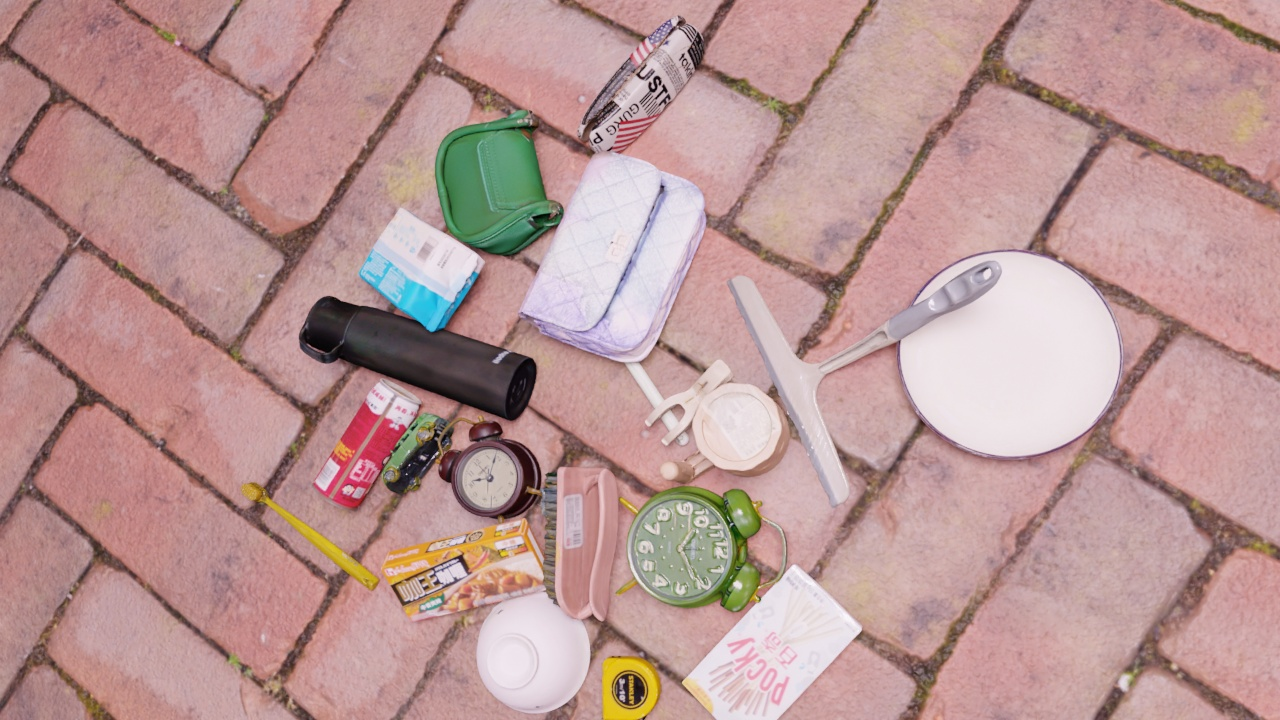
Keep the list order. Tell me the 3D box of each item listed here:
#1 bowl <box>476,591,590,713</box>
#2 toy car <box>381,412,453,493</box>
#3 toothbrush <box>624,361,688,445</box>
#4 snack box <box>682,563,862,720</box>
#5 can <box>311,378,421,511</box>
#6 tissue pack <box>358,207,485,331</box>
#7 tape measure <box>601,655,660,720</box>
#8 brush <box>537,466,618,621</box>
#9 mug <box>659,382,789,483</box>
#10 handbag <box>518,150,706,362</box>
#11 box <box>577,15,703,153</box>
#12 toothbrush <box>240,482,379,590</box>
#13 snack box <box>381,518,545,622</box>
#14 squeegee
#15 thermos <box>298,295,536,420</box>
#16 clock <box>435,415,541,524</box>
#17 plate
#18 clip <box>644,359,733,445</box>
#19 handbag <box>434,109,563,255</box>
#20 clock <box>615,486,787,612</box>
[{"bbox_3d":[-0.113,0.285,0.884,0.118,0.064,0.118,-2,82,12],"label":"bowl"},{"bbox_3d":[-0.233,0.096,0.950,0.036,0.043,0.091,30,81,30],"label":"toy car"},{"bbox_3d":[-0.005,0.005,0.927,0.029,0.020,0.189,-36,77,12],"label":"toothbrush"},{"bbox_3d":[0.122,0.274,0.854,0.084,0.027,0.157,43,92,15],"label":"snack box"},{"bbox_3d":[-0.284,0.087,0.957,0.053,0.053,0.132,32,89,15],"label":"can"},{"bbox_3d":[-0.226,-0.093,0.949,0.140,0.063,0.090,32,89,43],"label":"tissue pack"},{"bbox_3d":[-0.009,0.312,0.875,0.057,0.029,0.060,-4,81,13],"label":"tape measure"},{"bbox_3d":[-0.056,0.175,0.882,0.073,0.063,0.145,-4,82,40],"label":"brush"},{"bbox_3d":[0.077,0.076,0.853,0.125,0.103,0.084,-32,77,6],"label":"mug"},{"bbox_3d":[-0.023,-0.104,0.904,0.134,0.075,0.193,20,76,13],"label":"handbag"},{"bbox_3d":[-0.010,-0.290,0.947,0.163,0.074,0.077,-47,69,5],"label":"box"},{"bbox_3d":[-0.354,0.185,0.977,0.190,0.016,0.015,32,90,15],"label":"toothbrush"},{"bbox_3d":[-0.171,0.208,0.908,0.154,0.026,0.075,-16,116,11],"label":"snack box"},{"bbox_3d":[0.223,-0.026,0.833,0.247,0.039,0.246,-35,73,40],"label":"squeegee"},{"bbox_3d":[-0.235,0.001,0.945,0.243,0.089,0.069,16,129,15],"label":"thermos"},{"bbox_3d":[-0.154,0.110,0.924,0.082,0.055,0.122,-44,78,4],"label":"clock"},{"bbox_3d":[0.334,-0.004,0.841,0.192,0.039,0.192,-2,81,13],"label":"plate"},{"bbox_3d":[0.049,0.039,0.886,0.097,0.060,0.034,-41,80,3],"label":"clip"},{"bbox_3d":[-0.145,-0.183,0.948,0.120,0.068,0.131,-22,75,24],"label":"handbag"},{"bbox_3d":[0.058,0.177,0.867,0.161,0.056,0.116,-1,82,13],"label":"clock"}]
